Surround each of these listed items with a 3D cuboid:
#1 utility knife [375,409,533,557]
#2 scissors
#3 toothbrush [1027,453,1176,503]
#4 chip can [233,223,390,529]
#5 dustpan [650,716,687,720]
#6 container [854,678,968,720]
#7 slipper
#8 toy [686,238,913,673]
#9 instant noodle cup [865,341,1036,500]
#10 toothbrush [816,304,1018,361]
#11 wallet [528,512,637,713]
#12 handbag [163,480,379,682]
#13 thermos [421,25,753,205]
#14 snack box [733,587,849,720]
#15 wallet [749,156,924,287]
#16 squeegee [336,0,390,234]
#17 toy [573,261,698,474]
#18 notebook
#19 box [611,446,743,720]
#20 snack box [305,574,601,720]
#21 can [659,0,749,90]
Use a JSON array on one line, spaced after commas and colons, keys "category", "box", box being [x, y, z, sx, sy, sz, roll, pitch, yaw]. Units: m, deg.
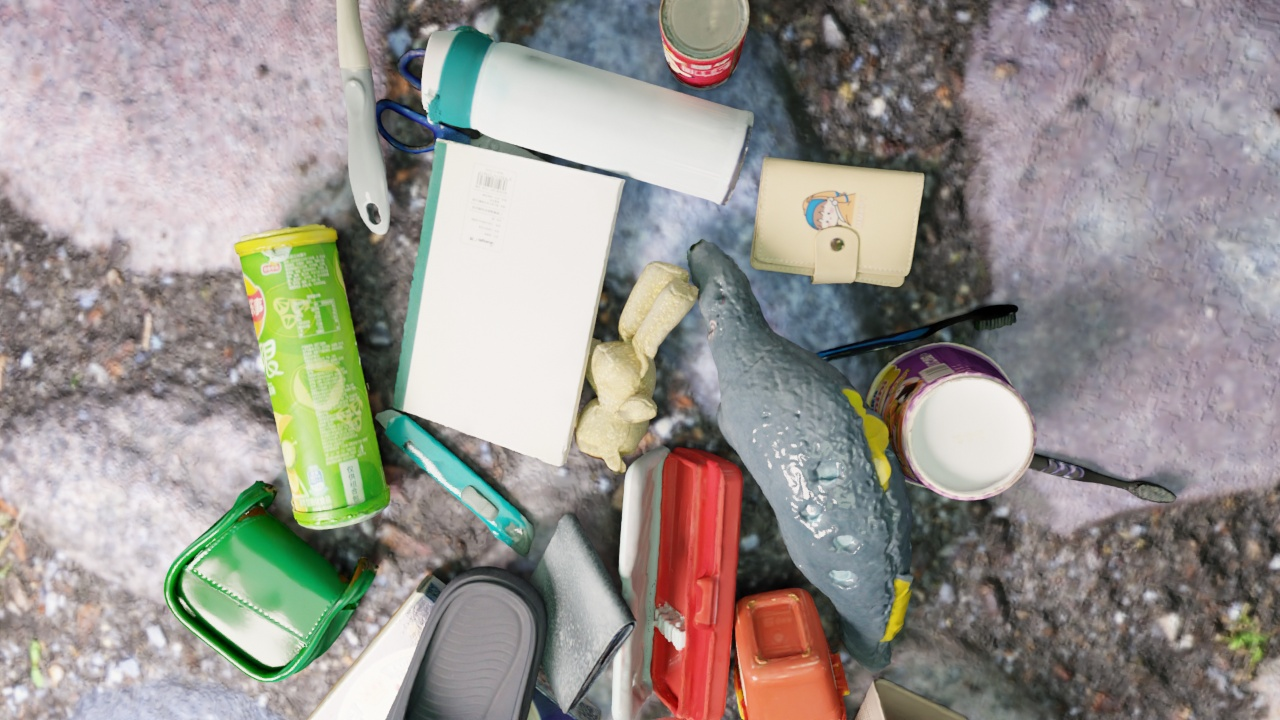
[{"category": "utility knife", "box": [-0.143, 0.094, 0.715, 0.161, 0.013, 0.029, 42, 97, -3]}, {"category": "scissors", "box": [-0.122, -0.154, 0.676, 0.128, 0.012, 0.173, -31, 93, 8]}, {"category": "toothbrush", "box": [0.305, 0.079, 0.682, 0.189, 0.016, 0.014, 15, 93, 3]}, {"category": "chip can", "box": [-0.240, 0.014, 0.680, 0.072, 0.072, 0.221, -9, 97, 5]}, {"category": "dustpan", "box": [0.069, 0.413, 0.711, 0.223, 0.138, 0.273, -9, 125, 27]}, {"category": "container", "box": [0.195, 0.321, 0.691, 0.090, 0.089, 0.111, 25, 103, 0]}, {"category": "slipper", "box": [-0.144, 0.283, 0.664, 0.111, 0.083, 0.268, 18, 97, 2]}, {"category": "toy", "box": [0.121, 0.076, 0.641, 0.091, 0.138, 0.356, -27, 96, -15]}, {"category": "instant noodle cup", "box": [0.218, 0.046, 0.637, 0.111, 0.099, 0.111, 1, 96, 6]}, {"category": "toothbrush", "box": [0.184, -0.012, 0.678, 0.189, 0.014, 0.016, -14, 123, 7]}, {"category": "wallet", "box": [-0.052, 0.186, 0.675, 0.097, 0.019, 0.121, 55, 131, 34]}, {"category": "handbag", "box": [-0.285, 0.173, 0.714, 0.131, 0.068, 0.120, 41, 91, -2]}, {"category": "thermos", "box": [-0.038, -0.171, 0.631, 0.224, 0.073, 0.073, 15, 99, -5]}, {"category": "snack box", "box": [0.106, 0.219, 0.668, 0.082, 0.091, 0.080, -10, 123, 4]}, {"category": "wallet", "box": [0.141, -0.098, 0.663, 0.115, 0.024, 0.087, 6, 100, 2]}, {"category": "squeegee", "box": [-0.201, -0.214, 0.650, 0.246, 0.039, 0.246, -2, 96, 7]}, {"category": "toy", "box": [-0.004, 0.004, 0.663, 0.066, 0.105, 0.157, 5, 118, -41]}, {"category": "notebook", "box": [-0.102, -0.043, 0.667, 0.150, 0.012, 0.209, 16, 103, 18]}, {"category": "box", "box": [0.010, 0.166, 0.675, 0.091, 0.094, 0.201, -1, 99, -29]}, {"category": "snack box", "box": [-0.156, 0.296, 0.730, 0.182, 0.045, 0.178, 40, 98, -3]}, {"category": "can", "box": [0.041, -0.210, 0.597, 0.053, 0.132, 0.053, 1, 99, 3]}]
